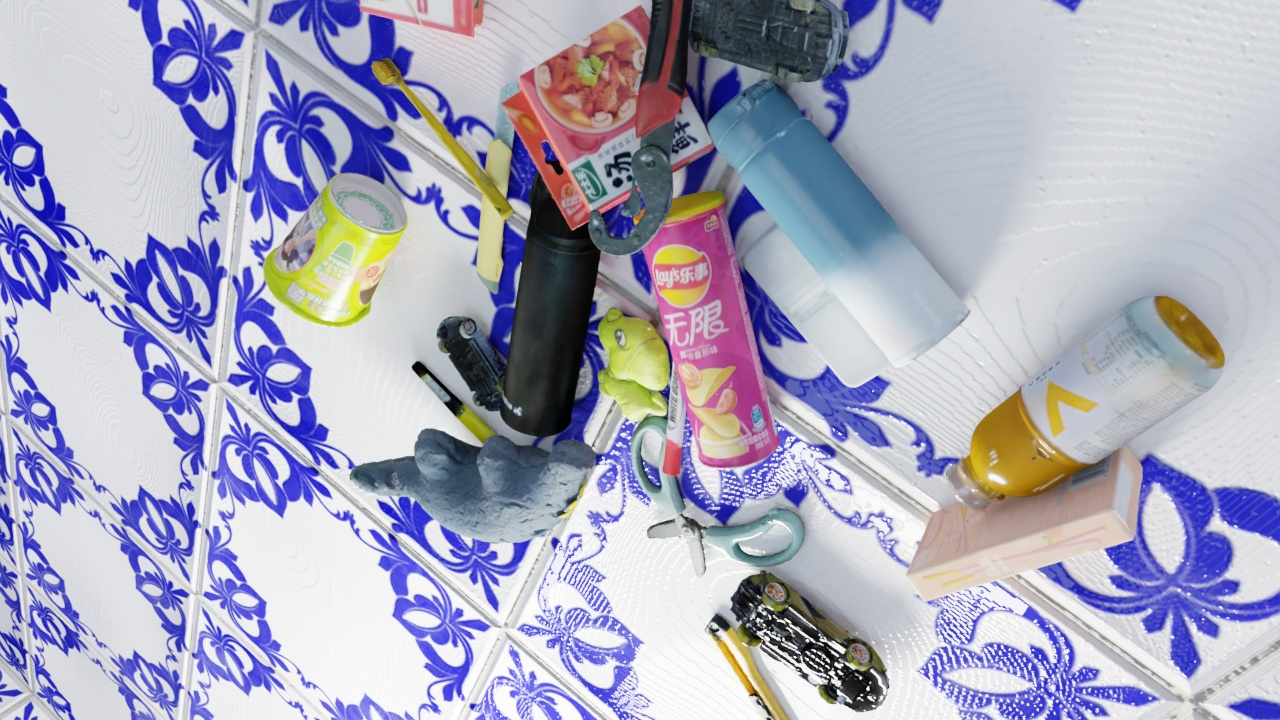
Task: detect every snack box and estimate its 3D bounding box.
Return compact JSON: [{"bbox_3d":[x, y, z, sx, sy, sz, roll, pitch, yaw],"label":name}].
[{"bbox_3d":[0.267,0.114,0.643,0.158,0.084,0.026,-34,95,41],"label":"snack box"},{"bbox_3d":[-0.026,-0.175,0.678,0.127,0.044,0.113,-29,98,8],"label":"snack box"},{"bbox_3d":[-0.167,-0.328,0.730,0.127,0.044,0.113,22,123,25],"label":"snack box"}]

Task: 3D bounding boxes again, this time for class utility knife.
[{"bbox_3d":[-0.128,-0.149,0.813,0.031,0.021,0.205,25,131,16],"label":"utility knife"},{"bbox_3d":[0.125,0.340,0.900,0.033,0.015,0.216,-28,96,43],"label":"utility knife"}]

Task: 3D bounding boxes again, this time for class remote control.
[{"bbox_3d":[0.136,-0.043,0.690,0.136,0.020,0.056,50,131,2],"label":"remote control"}]

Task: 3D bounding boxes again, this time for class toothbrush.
[{"bbox_3d":[-0.176,-0.197,0.810,0.190,0.016,0.016,50,135,9],"label":"toothbrush"}]

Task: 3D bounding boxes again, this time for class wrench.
[{"bbox_3d":[0.012,-0.206,0.637,0.056,0.016,0.273,13,101,7],"label":"wrench"}]

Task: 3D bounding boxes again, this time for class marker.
[{"bbox_3d":[0.033,0.031,0.787,0.017,0.017,0.145,15,113,27],"label":"marker"},{"bbox_3d":[-0.197,0.044,0.965,0.124,0.015,0.018,43,128,12],"label":"marker"}]

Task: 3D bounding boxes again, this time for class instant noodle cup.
[{"bbox_3d":[-0.288,-0.112,0.890,0.111,0.111,0.124,47,123,4],"label":"instant noodle cup"}]

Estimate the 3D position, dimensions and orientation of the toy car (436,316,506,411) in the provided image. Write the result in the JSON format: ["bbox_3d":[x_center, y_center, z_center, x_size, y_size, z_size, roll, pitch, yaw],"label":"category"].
[{"bbox_3d":[-0.160,0.001,0.904,0.049,0.031,0.105,-28,98,39],"label":"toy car"}]

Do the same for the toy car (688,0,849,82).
[{"bbox_3d":[0.083,-0.226,0.622,0.121,0.036,0.054,27,127,32],"label":"toy car"}]

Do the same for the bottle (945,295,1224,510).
[{"bbox_3d":[0.281,0.037,0.603,0.068,0.067,0.190,45,130,6],"label":"bottle"}]

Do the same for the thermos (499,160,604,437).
[{"bbox_3d":[-0.080,-0.054,0.809,0.090,0.068,0.243,50,137,44],"label":"thermos"}]

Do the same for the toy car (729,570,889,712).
[{"bbox_3d":[0.150,0.252,0.819,0.158,0.042,0.070,36,129,14],"label":"toy car"}]

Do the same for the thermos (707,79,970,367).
[{"bbox_3d":[0.133,-0.098,0.637,0.220,0.070,0.070,51,130,2],"label":"thermos"}]

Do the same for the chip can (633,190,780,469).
[{"bbox_3d":[0.054,-0.021,0.723,0.072,0.071,0.211,-2,112,35],"label":"chip can"}]

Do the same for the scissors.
[{"bbox_3d":[0.059,0.123,0.830,0.172,0.019,0.170,-13,107,38],"label":"scissors"}]

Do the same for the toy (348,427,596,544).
[{"bbox_3d":[-0.153,0.125,0.913,0.357,0.091,0.138,-6,140,38],"label":"toy"}]

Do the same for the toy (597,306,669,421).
[{"bbox_3d":[-0.005,0.005,0.803,0.096,0.031,0.100,44,134,7],"label":"toy"}]
